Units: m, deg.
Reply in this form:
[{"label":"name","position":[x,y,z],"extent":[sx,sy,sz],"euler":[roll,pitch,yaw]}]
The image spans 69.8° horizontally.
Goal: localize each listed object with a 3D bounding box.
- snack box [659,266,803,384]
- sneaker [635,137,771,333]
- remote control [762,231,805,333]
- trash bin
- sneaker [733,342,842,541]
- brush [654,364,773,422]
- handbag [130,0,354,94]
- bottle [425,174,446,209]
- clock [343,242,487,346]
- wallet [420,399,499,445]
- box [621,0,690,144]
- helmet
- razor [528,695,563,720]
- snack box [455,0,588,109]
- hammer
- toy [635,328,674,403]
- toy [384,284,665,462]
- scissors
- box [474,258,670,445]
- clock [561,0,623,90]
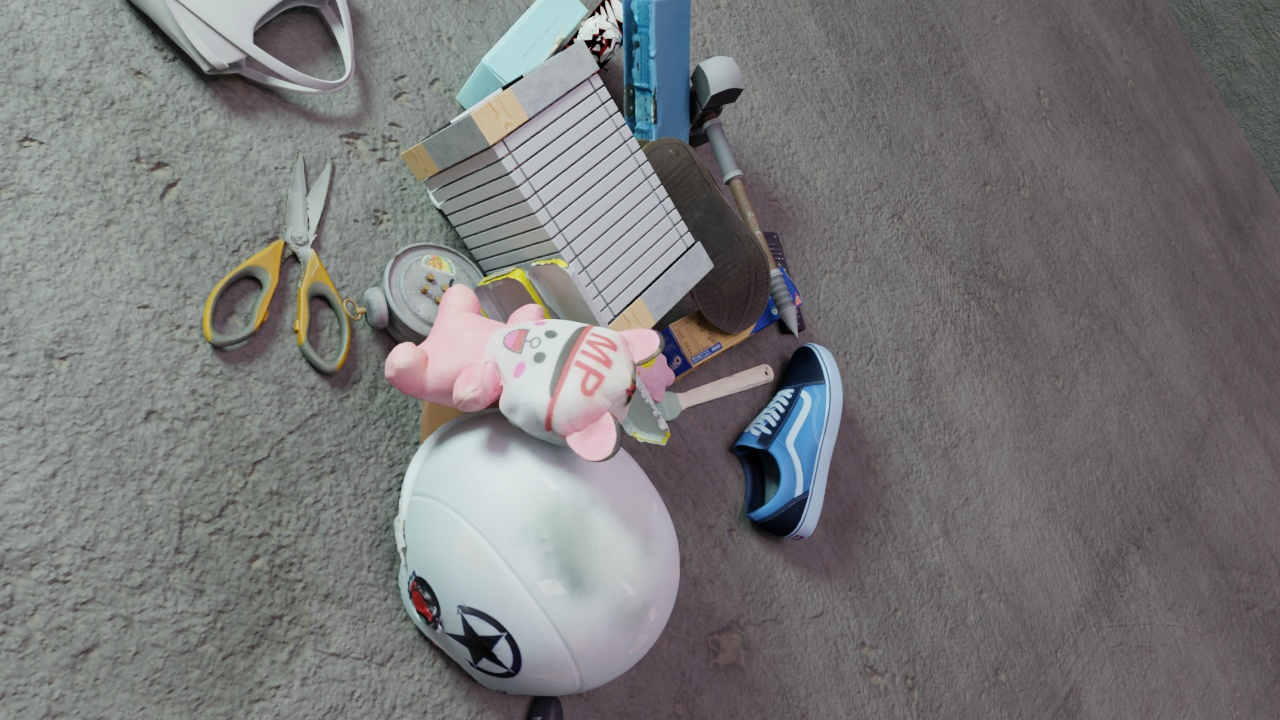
[{"label":"snack box","position":[0.101,-0.043,1.060],"extent":[0.206,0.056,0.057],"euler":[-28,86,-37]},{"label":"sneaker","position":[0.055,-0.138,0.992],"extent":[0.095,0.120,0.235],"euler":[-39,114,0]},{"label":"remote control","position":[0.176,-0.099,1.159],"extent":[0.032,0.015,0.136],"euler":[-2,70,-35]},{"label":"trash bin","position":[-0.076,-0.142,0.879],"extent":[0.142,0.143,0.247],"euler":[-45,113,-31]},{"label":"sneaker","position":[0.163,0.076,1.039],"extent":[0.098,0.084,0.240],"euler":[25,62,-25]},{"label":"brush","position":[0.079,0.036,1.043],"extent":[0.217,0.012,0.033],"euler":[-16,81,-38]},{"label":"handbag","position":[-0.351,-0.352,0.858],"extent":[0.222,0.096,0.215],"euler":[44,55,-18]},{"label":"bottle","position":[-0.127,-0.197,0.969],"extent":[0.194,0.053,0.052],"euler":[-16,81,-37]},{"label":"clock","position":[-0.206,-0.055,0.855],"extent":[0.147,0.056,0.104],"euler":[-11,72,-38]},{"label":"wallet","position":[-0.164,0.055,0.869],"extent":[0.087,0.013,0.120],"euler":[9,67,-26]},{"label":"box","position":[0.018,-0.293,1.034],"extent":[0.092,0.048,0.232],"euler":[-39,136,-49]},{"label":"helmet","position":[-0.073,0.155,0.789],"extent":[0.235,0.164,0.264],"euler":[-34,97,-38]},{"label":"razor","position":[-0.087,0.361,0.784],"extent":[0.052,0.047,0.142],"euler":[36,49,-47]},{"label":"snack box","position":[-0.129,-0.338,1.010],"extent":[0.053,0.075,0.174],"euler":[41,54,-15]},{"label":"hammer","position":[0.121,-0.177,1.061],"extent":[0.043,0.156,0.322],"euler":[-17,80,-19]},{"label":"toy","position":[-0.006,0.006,0.971],"extent":[0.093,0.050,0.102],"euler":[40,55,-12]},{"label":"toy","position":[-0.095,0.008,0.761],"extent":[0.213,0.084,0.141],"euler":[10,41,19]},{"label":"scissors","position":[-0.302,-0.090,0.833],"extent":[0.162,0.016,0.225],"euler":[29,56,-22]},{"label":"box","position":[-0.061,0.001,0.856],"extent":[0.038,0.130,0.210],"euler":[-52,123,-41]},{"label":"clock","position":[-0.051,-0.344,1.034],"extent":[0.065,0.115,0.154],"euler":[39,37,-15]}]
